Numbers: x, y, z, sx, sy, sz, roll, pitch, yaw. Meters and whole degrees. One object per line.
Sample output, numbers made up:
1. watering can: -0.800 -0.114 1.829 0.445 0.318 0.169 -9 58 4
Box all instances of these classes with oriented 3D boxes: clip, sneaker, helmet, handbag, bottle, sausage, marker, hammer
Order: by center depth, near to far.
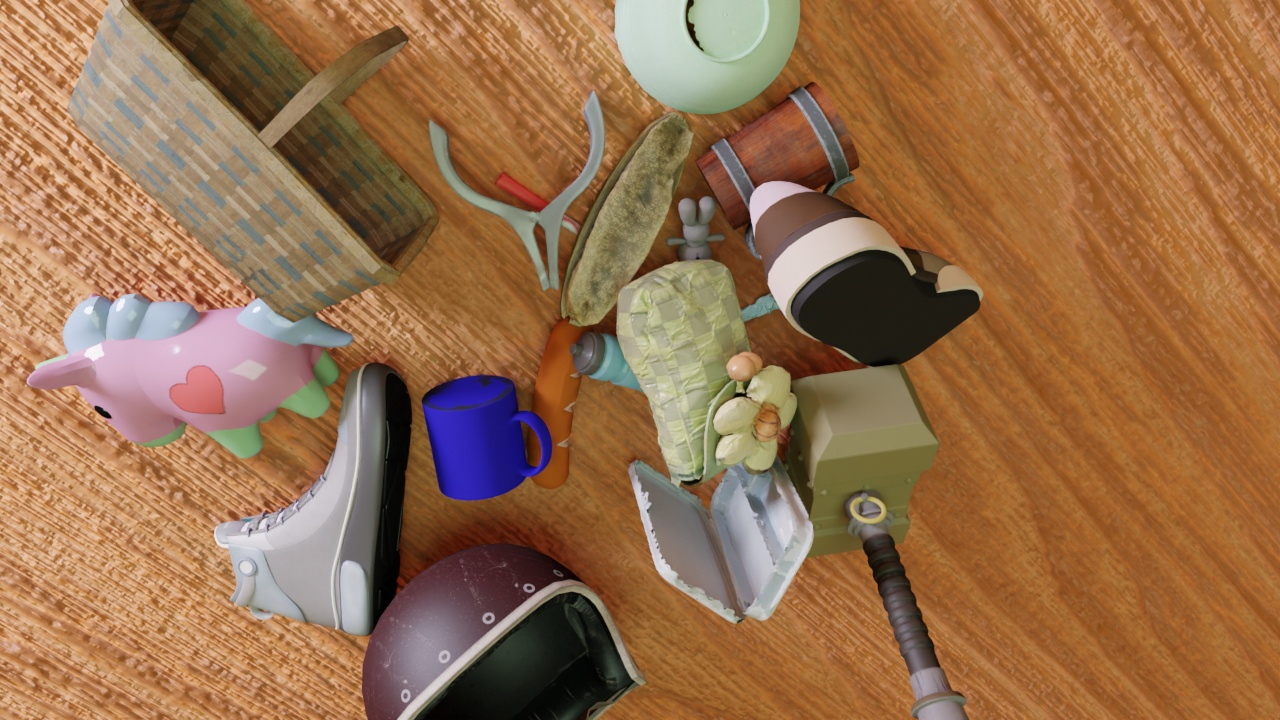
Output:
1. hammer: 0.203 0.182 0.734 0.100 0.324 0.191 -8 139 -4
2. handbag: 0.059 0.011 0.740 0.113 0.117 0.186 -31 111 -31
3. clip: -0.072 -0.159 0.742 0.164 0.031 0.169 -38 101 1
4. sneaker: 0.175 -0.075 0.745 0.112 0.116 0.293 -42 151 28
5. marker: -0.060 -0.116 0.779 0.142 0.012 0.013 31 103 -17
6. helmet: -0.120 0.289 0.787 0.233 0.234 0.253 -39 79 -19
7. bottle: -0.005 0.005 0.793 0.130 0.040 0.040 16 108 -34
8. sneaker: -0.290 0.118 0.803 0.160 0.093 0.257 7 108 -1
9. sausage: -0.074 0.039 0.819 0.044 0.039 0.164 5 109 -19

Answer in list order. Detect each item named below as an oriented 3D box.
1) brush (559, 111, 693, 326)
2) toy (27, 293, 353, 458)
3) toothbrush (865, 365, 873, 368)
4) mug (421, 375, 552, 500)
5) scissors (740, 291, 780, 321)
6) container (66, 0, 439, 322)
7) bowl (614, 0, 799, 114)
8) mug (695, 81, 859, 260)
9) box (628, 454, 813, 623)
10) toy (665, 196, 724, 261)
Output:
1. brush: -0.012 -0.116 0.760 0.059 0.043 0.195 27 95 -17
2. toy: -0.350 -0.002 0.731 0.222 0.120 0.171 -28 124 16
3. toothbrush: 0.236 0.085 0.886 0.015 0.018 0.181 -16 110 -3
4. mug: -0.128 0.066 0.792 0.111 0.079 0.083 3 112 23
5. scissors: 0.121 -0.054 0.827 0.136 0.015 0.055 -24 109 9
6. container: -0.247 -0.172 0.662 0.187 0.157 0.250 -35 110 18
7. bowl: 0.058 -0.265 0.705 0.151 0.077 0.151 -2 109 -7
8. mug: 0.118 -0.148 0.755 0.111 0.081 0.117 -29 111 8
9. box: 0.074 0.123 0.778 0.130 0.210 0.106 31 101 -18
10. toy: 0.046 -0.092 0.779 0.049 0.030 0.112 -6 139 -5
